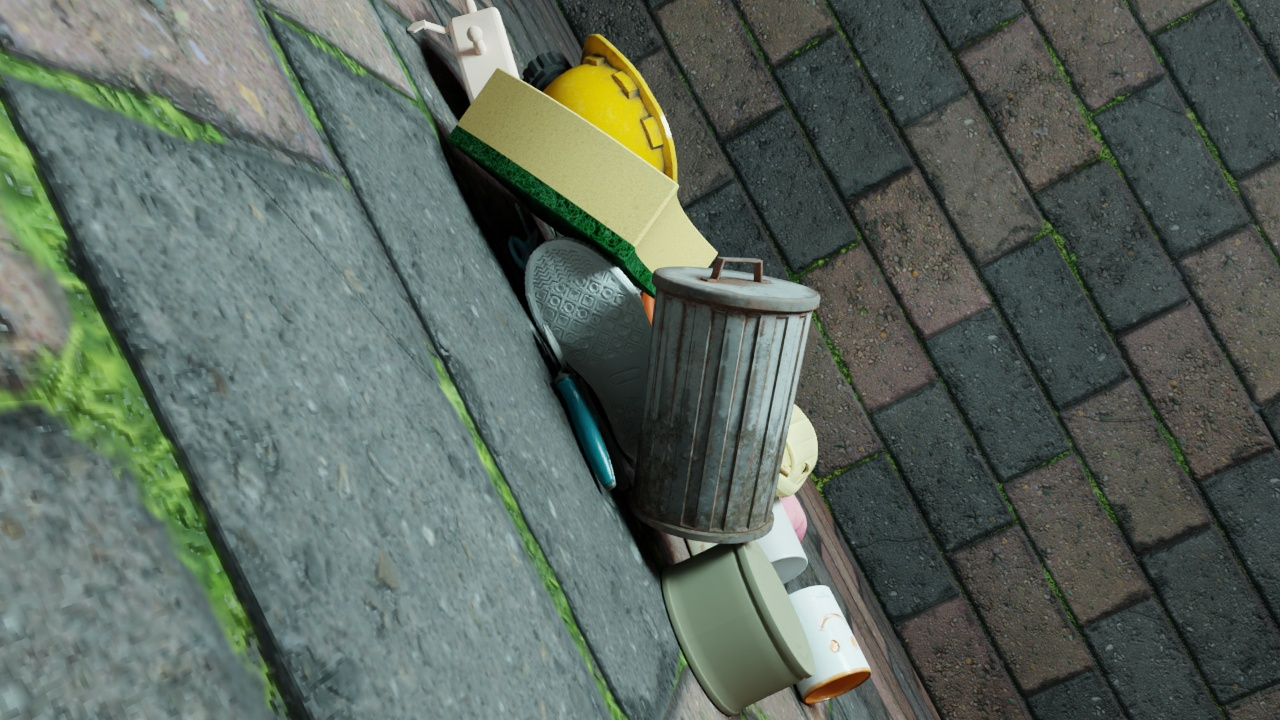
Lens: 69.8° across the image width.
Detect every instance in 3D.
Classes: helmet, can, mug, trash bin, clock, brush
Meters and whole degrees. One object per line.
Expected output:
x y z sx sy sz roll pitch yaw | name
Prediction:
-0.071 -0.275 1.152 0.255 0.131 0.206 59 -23 21 | helmet
0.080 0.210 0.743 0.128 0.073 0.127 58 10 -18 | can
0.134 0.211 1.055 0.112 0.078 0.096 95 -21 -51 | mug
0.200 0.321 1.039 0.082 0.082 0.105 48 15 -54 | mug
0.063 0.023 0.733 0.130 0.131 0.211 -74 172 -76 | trash bin
-0.157 -0.276 0.922 0.131 0.086 0.160 -108 175 -47 | clock
-0.043 -0.148 0.853 0.195 0.075 0.250 36 1 15 | brush

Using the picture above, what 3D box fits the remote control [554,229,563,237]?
-0.079 -0.128 1.046 0.033 0.015 0.146 51 14 -46 | remote control

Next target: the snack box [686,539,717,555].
0.092 0.204 0.920 0.147 0.041 0.143 48 17 -56 | snack box

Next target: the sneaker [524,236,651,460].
-0.023 -0.015 0.816 0.087 0.089 0.236 -92 157 -62 | sneaker

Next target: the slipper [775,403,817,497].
0.169 0.099 1.072 0.111 0.079 0.261 58 10 16 | slipper

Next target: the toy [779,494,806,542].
0.151 0.153 1.232 0.142 0.084 0.213 70 -3 -55 | toy

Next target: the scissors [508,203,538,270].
-0.094 -0.092 0.875 0.120 0.015 0.138 58 16 -20 | scissors

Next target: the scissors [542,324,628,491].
-0.047 0.041 0.730 0.131 0.019 0.149 57 11 -30 | scissors

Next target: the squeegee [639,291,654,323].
0.025 0.002 1.097 0.249 0.055 0.184 16 61 -65 | squeegee

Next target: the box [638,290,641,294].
0.070 -0.015 1.225 0.210 0.072 0.079 46 -13 30 | box
